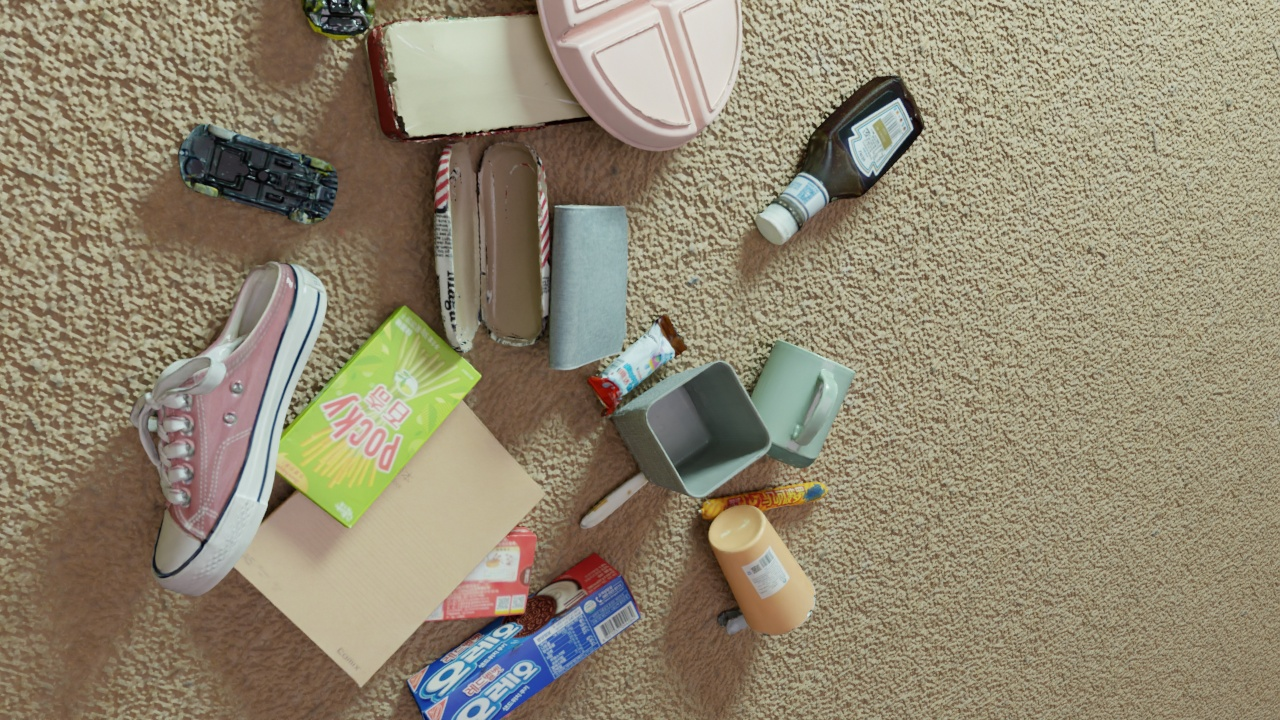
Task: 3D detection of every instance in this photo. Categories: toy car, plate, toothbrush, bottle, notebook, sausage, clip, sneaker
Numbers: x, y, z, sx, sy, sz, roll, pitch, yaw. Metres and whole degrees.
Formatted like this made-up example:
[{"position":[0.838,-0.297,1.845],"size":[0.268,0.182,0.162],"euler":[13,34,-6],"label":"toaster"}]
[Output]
[{"position":[-0.215,-0.277,0.638],"size":[0.048,0.032,0.105],"euler":[-9,95,-27],"label":"toy car"},{"position":[0.010,-0.282,0.717],"size":[0.229,0.028,0.229],"euler":[-2,93,-47],"label":"plate"},{"position":[0.017,0.095,0.868],"size":[0.191,0.018,0.016],"euler":[-38,115,-13],"label":"toothbrush"},{"position":[0.188,-0.187,0.876],"size":[0.194,0.044,0.080],"euler":[-45,118,-12],"label":"bottle"},{"position":[-0.268,-0.130,0.644],"size":[0.105,0.031,0.049],"euler":[15,94,-32],"label":"toy car"},{"position":[-0.195,0.130,0.733],"size":[0.211,0.012,0.149],"euler":[-45,110,-21],"label":"notebook"},{"position":[0.128,0.142,0.935],"size":[0.165,0.021,0.021],"euler":[-5,104,-28],"label":"sausage"},{"position":[0.109,0.267,0.956],"size":[0.057,0.036,0.025],"euler":[-10,109,-27],"label":"clip"},{"position":[-0.297,0.040,0.628],"size":[0.087,0.118,0.241],"euler":[23,84,-49],"label":"sneaker"}]

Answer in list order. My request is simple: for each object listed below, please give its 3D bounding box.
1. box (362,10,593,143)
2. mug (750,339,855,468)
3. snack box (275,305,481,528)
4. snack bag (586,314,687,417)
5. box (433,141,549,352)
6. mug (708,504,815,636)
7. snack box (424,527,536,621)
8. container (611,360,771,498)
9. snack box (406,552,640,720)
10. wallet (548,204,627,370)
[{"position":[-0.111,-0.215,0.683],"size":[0.168,0.078,0.091],"euler":[-14,109,-26],"label":"box"},{"position":[0.151,0.045,0.872],"size":[0.082,0.112,0.106],"euler":[24,92,-13],"label":"mug"},{"position":[-0.205,0.042,0.706],"size":[0.086,0.026,0.156],"euler":[47,70,-21],"label":"snack box"},{"position":[-0.005,0.005,0.826],"size":[0.105,0.026,0.045],"euler":[-41,116,-16],"label":"snack bag"},{"position":[-0.121,-0.086,0.710],"size":[0.086,0.076,0.162],"euler":[-23,119,-55],"label":"box"},{"position":[0.116,0.203,0.901],"size":[0.078,0.078,0.123],"euler":[-40,124,-15],"label":"mug"},{"position":[-0.166,0.181,0.779],"size":[0.152,0.025,0.075],"euler":[4,99,-30],"label":"snack box"},{"position":[0.038,0.060,0.803],"size":[0.090,0.114,0.090],"euler":[-32,97,-18],"label":"container"},{"position":[-0.102,0.257,0.814],"size":[0.207,0.058,0.057],"euler":[-32,115,-19],"label":"snack box"},{"position":[-0.044,-0.064,0.763],"size":[0.106,0.037,0.130],"euler":[-20,115,-63],"label":"wallet"}]
